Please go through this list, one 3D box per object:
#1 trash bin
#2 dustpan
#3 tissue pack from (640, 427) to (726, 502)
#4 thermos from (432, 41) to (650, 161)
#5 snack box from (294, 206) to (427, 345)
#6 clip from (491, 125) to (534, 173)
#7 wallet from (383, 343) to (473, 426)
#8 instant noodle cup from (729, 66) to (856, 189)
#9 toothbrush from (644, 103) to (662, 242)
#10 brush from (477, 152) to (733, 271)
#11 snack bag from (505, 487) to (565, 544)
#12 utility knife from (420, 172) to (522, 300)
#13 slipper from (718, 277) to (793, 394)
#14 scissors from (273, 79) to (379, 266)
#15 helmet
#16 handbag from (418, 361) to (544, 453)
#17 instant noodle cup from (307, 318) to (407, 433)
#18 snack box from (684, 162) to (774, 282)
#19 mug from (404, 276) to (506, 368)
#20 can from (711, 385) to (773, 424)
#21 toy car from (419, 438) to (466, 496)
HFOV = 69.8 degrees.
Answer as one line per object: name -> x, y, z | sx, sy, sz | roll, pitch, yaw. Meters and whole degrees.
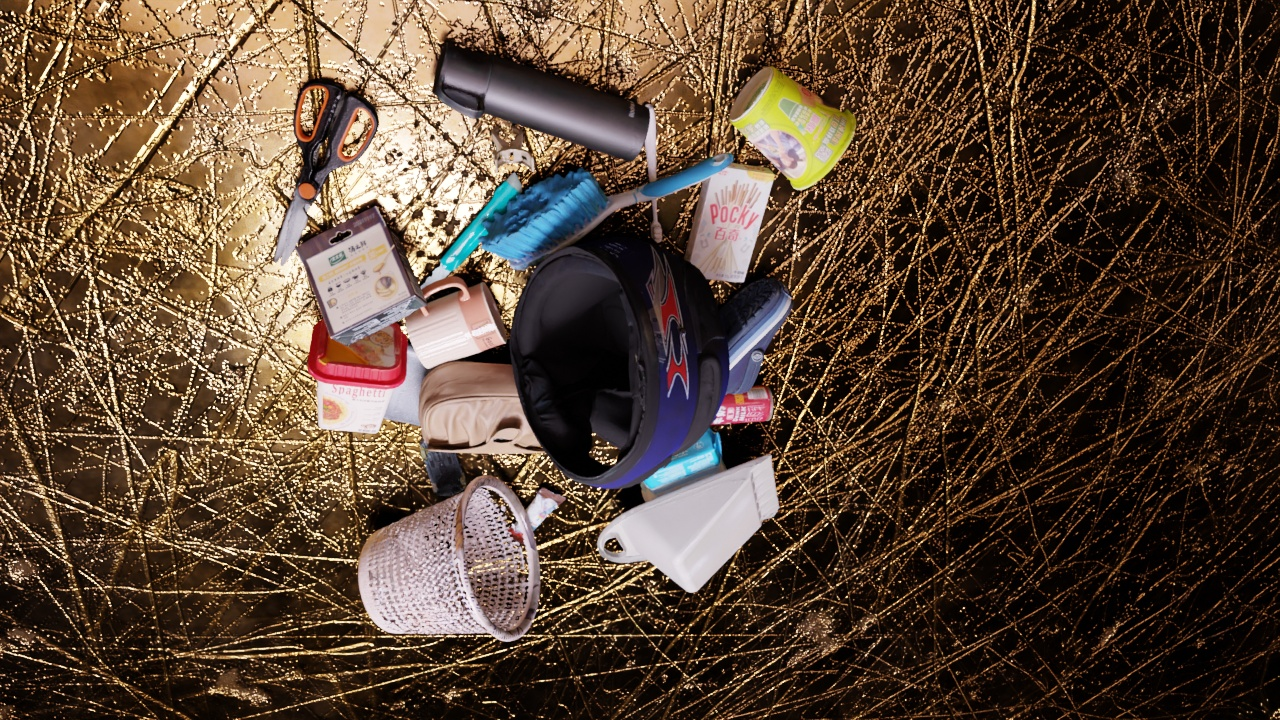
trash bin -> -0.274, 0.292, 1.286 | 0.192, 0.226, 0.227 | -16, 125, 17
dustpan -> 0.070, 0.240, 1.406 | 0.257, 0.143, 0.223 | -46, 151, -15
tissue pack -> 0.060, 0.161, 1.372 | 0.140, 0.063, 0.090 | -20, 128, 0
thermos -> -0.112, -0.285, 1.045 | 0.242, 0.089, 0.069 | 12, 148, -21
snack box -> -0.333, -0.100, 1.097 | 0.113, 0.125, 0.053 | -26, 163, 2
clip -> -0.149, -0.240, 1.054 | 0.074, 0.100, 0.035 | -4, 120, -11
wallet -> -0.289, 0.038, 1.237 | 0.097, 0.019, 0.121 | 15, 117, -20
instant noodle cup -> 0.178, -0.288, 1.111 | 0.123, 0.111, 0.112 | 32, 108, -21
toothbrush -> 0.016, -0.232, 1.151 | 0.016, 0.016, 0.180 | -11, 122, -10
brush -> -0.042, -0.200, 1.123 | 0.315, 0.060, 0.109 | -30, 140, 11
snack bag -> -0.161, 0.235, 1.383 | 0.045, 0.026, 0.105 | 33, 106, -25
utility knife -> -0.220, -0.146, 1.144 | 0.029, 0.013, 0.219 | 36, 104, -32
slipper -> 0.119, -0.003, 1.266 | 0.095, 0.105, 0.253 | 37, 100, -27
scissors -> -0.390, -0.216, 1.053 | 0.235, 0.021, 0.139 | -39, 112, 13
helmet -> -0.007, 0.007, 1.121 | 0.248, 0.315, 0.240 | -31, 153, 31
handbag -> -0.190, 0.072, 1.212 | 0.204, 0.099, 0.148 | 3, 143, -27
instant noodle cup -> -0.360, 0.021, 1.159 | 0.116, 0.116, 0.124 | 7, 130, -18
snack box -> 0.113, -0.180, 1.202 | 0.084, 0.026, 0.157 | 4, 120, -17
mug -> -0.237, -0.053, 1.151 | 0.106, 0.081, 0.115 | -20, 137, 0
can -> 0.122, 0.066, 1.336 | 0.132, 0.053, 0.053 | -3, 121, -13
toy car -> -0.278, 0.146, 1.295 | 0.049, 0.031, 0.106 | -12, 123, -5
